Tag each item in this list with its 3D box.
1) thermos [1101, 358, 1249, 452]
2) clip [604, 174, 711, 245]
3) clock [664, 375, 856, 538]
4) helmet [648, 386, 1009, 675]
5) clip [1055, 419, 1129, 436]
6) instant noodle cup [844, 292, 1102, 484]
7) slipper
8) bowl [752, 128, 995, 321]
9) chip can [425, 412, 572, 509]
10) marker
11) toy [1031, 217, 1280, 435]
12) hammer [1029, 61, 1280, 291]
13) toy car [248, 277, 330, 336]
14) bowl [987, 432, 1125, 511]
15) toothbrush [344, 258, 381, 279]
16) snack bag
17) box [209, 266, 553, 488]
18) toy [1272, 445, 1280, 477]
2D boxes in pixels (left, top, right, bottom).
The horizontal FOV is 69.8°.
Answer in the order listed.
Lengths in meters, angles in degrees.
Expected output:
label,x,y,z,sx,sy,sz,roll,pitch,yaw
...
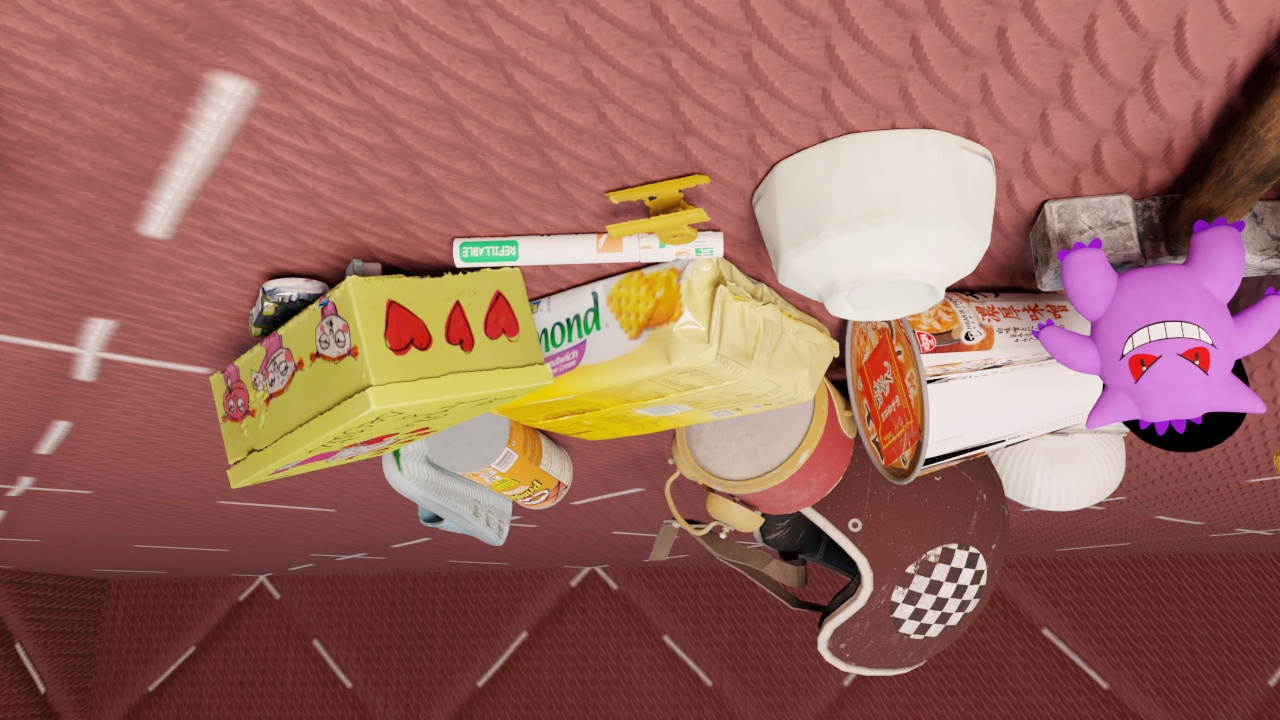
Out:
label,x,y,z,sx,sy,sz,roll,pitch,yaw
thermos,0.367,0.013,0.634,0.086,0.086,0.198,-13,159,34
clip,0.013,-0.076,0.457,0.054,0.044,0.049,-9,-163,22
clock,0.085,0.065,0.681,0.159,0.117,0.081,-44,138,8
helmet,0.178,0.144,0.787,0.233,0.254,0.233,17,-165,-15
clip,0.335,0.029,0.735,0.102,0.056,0.046,2,169,18
instant noodle cup,0.210,0.008,0.581,0.121,0.123,0.124,-8,163,-7
slipper,-0.201,0.122,0.948,0.074,0.104,0.245,-4,156,18
bowl,0.115,-0.056,0.446,0.117,0.061,0.117,-1,162,-1
chip can,-0.128,0.090,0.879,0.075,0.075,0.215,-4,162,10
marker,-0.028,-0.061,0.499,0.145,0.017,0.017,-1,163,3
toy,0.240,-0.011,0.425,0.106,0.088,0.056,-8,166,23
hammer,0.293,-0.104,0.343,0.218,0.037,0.300,-4,162,10
toy car,-0.216,-0.033,0.561,0.038,0.027,0.090,-3,169,-31
bowl,0.349,0.063,0.778,0.118,0.117,0.062,-5,133,13
toothbrush,-0.200,-0.028,0.599,0.016,0.016,0.181,-1,164,-31
snack bag,-0.004,0.004,0.621,0.248,0.068,0.159,-13,160,35
box,-0.169,0.014,0.571,0.124,0.082,0.222,-9,173,-46
toy,0.362,-0.010,0.371,0.246,0.140,0.268,-21,134,-5
